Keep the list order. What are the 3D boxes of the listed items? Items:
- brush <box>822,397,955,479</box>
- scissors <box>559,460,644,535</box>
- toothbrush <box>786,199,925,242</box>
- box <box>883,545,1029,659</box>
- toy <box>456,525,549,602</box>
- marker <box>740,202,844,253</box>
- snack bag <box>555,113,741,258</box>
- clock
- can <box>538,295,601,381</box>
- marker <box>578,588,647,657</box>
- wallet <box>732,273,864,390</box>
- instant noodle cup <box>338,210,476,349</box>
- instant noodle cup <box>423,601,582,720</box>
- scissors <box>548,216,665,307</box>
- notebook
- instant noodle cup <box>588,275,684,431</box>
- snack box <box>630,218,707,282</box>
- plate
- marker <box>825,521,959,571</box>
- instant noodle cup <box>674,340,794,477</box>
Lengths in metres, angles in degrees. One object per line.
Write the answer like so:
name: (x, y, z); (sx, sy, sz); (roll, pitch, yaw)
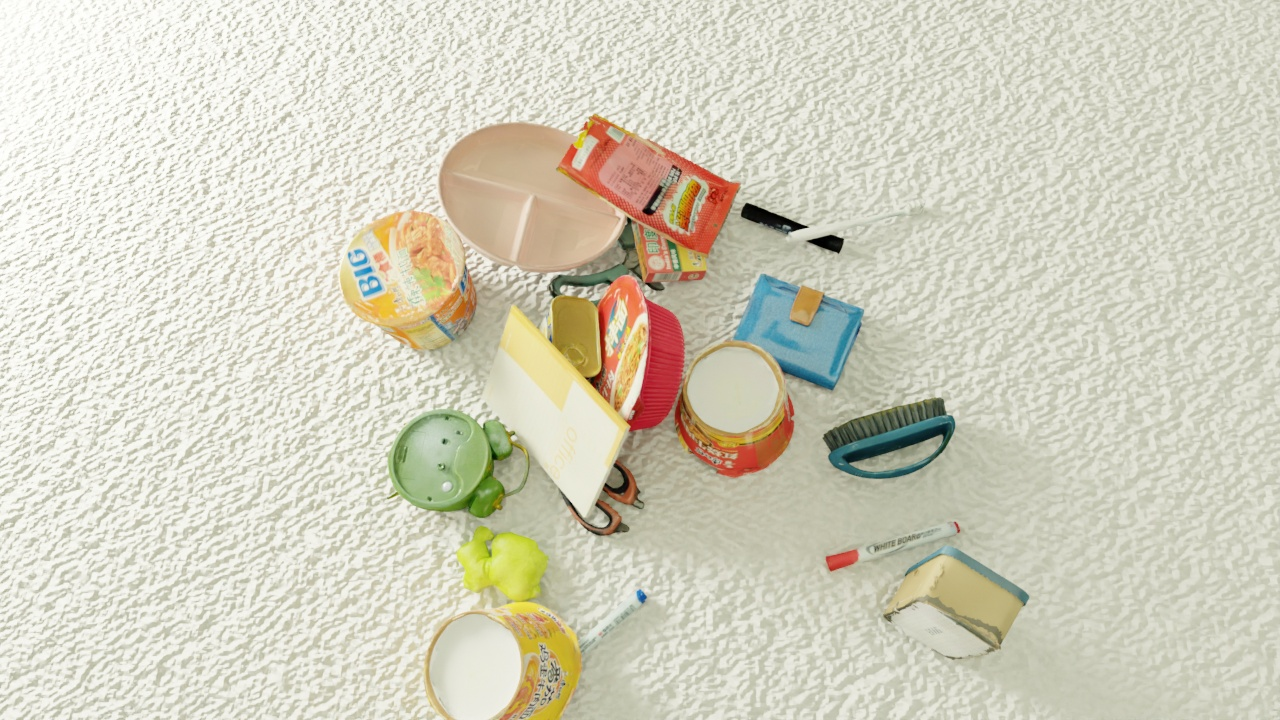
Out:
brush: (0.276, 0.091, 1.002); (0.144, 0.055, 0.073); (-17, 67, -1)
scissors: (-0.078, 0.101, 1.061); (0.182, 0.015, 0.209); (-6, 68, 6)
toothbrush: (0.262, -0.169, 1.114); (0.180, 0.016, 0.016); (-14, 60, -8)
box: (0.297, 0.234, 0.876); (0.090, 0.184, 0.063); (32, 72, 12)
toy: (-0.151, 0.223, 1.012); (0.100, 0.031, 0.096); (-20, 71, 3)
marker: (0.187, -0.165, 1.132); (0.132, 0.020, 0.022); (23, 56, 14)
snack bag: (0.011, -0.214, 1.104); (0.208, 0.073, 0.128); (29, 59, -4)
clock: (-0.206, 0.119, 1.046); (0.161, 0.056, 0.116); (5, 70, 8)
can: (-0.087, -0.011, 1.060); (0.057, 0.083, 0.102); (6, 63, -22)
marker: (-0.051, 0.297, 0.980); (0.145, 0.017, 0.017); (-40, 70, -9)
wallet: (0.183, -0.035, 1.074); (0.133, 0.040, 0.106); (22, 77, 13)
instant noodle cup: (-0.269, -0.088, 1.104); (0.151, 0.111, 0.151); (-2, 68, 5)
instant noodle cup: (-0.144, 0.309, 0.922); (0.138, 0.110, 0.138); (-6, 70, 17)
scissors: (-0.053, -0.137, 1.125); (0.174, 0.019, 0.170); (-26, 72, -22)
notebook: (-0.100, 0.056, 1.015); (0.010, 0.146, 0.206); (-18, 53, -43)
instant noodle cup: (-0.006, 0.006, 1.020); (0.065, 0.194, 0.193); (10, 67, -22)
snack box: (0.029, -0.171, 1.138); (0.077, 0.027, 0.155); (-4, 67, -16)
plate: (-0.129, -0.195, 1.103); (0.229, 0.028, 0.229); (7, 57, -11)
marker: (0.270, 0.198, 0.982); (0.145, 0.017, 0.017); (-16, 68, 0)
instant noodle cup: (0.104, 0.046, 1.011); (0.138, 0.109, 0.137); (-2, 68, 5)
